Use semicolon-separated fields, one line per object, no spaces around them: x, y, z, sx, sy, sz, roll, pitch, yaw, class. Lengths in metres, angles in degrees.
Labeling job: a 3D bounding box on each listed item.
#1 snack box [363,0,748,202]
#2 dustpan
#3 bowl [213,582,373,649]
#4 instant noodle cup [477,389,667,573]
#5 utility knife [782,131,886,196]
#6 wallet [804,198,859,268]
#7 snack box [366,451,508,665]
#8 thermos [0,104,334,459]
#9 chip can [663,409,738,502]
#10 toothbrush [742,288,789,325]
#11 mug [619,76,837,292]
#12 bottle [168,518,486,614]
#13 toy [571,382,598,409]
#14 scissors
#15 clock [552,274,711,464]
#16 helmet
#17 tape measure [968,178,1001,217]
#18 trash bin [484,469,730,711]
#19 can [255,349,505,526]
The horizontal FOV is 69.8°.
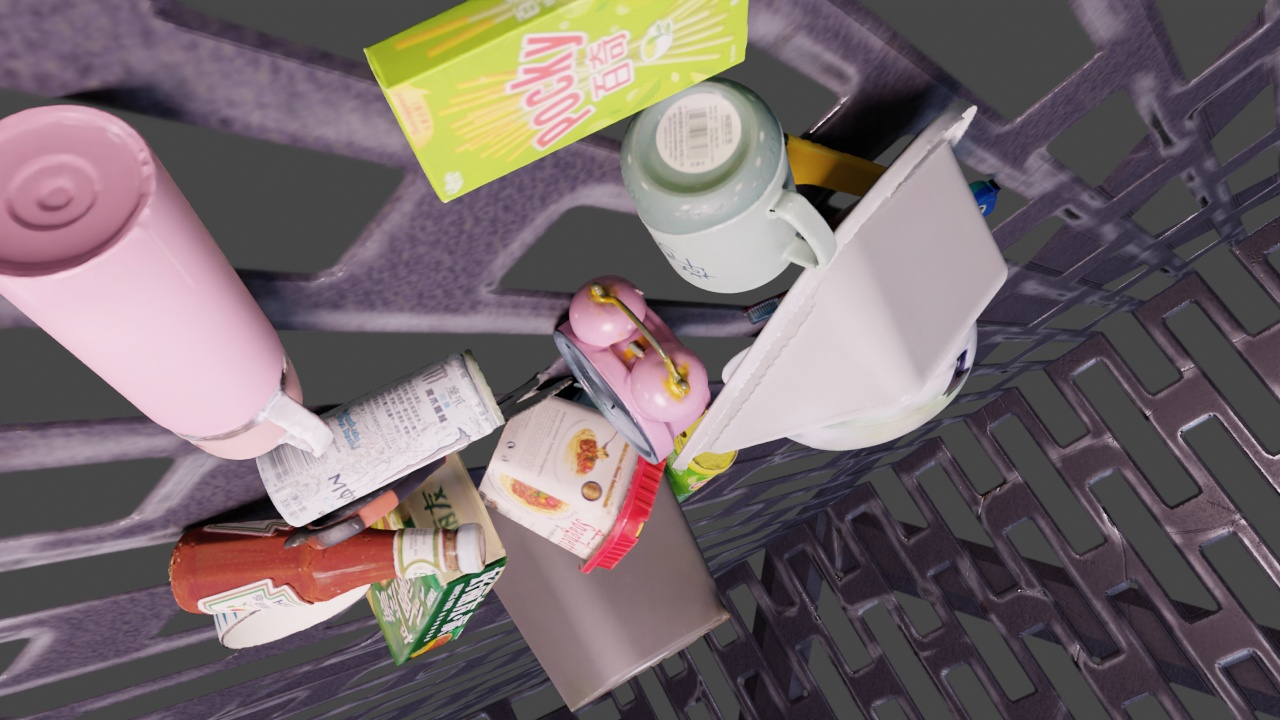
-0.028;-0.128;0.382;0.156;0.026;0.086;-27;160;-7;snack box
0.130;-0.058;0.624;0.222;0.142;0.258;-41;-164;-36;dustpan
-0.276;0.168;0.715;0.116;0.066;0.117;-26;160;-10;bowl
-0.055;0.089;0.720;0.117;0.124;0.116;122;-11;-55;instant noodle cup
0.142;-0.126;0.629;0.217;0.015;0.033;1;141;-47;utility knife
0.186;-0.106;0.751;0.101;0.032;0.125;-31;162;-7;wallet
-0.184;0.167;0.773;0.063;0.114;0.241;-19;159;-31;snack box
-0.182;-0.010;0.371;0.067;0.087;0.199;-59;171;-24;thermos
0.030;0.129;1.035;0.072;0.072;0.222;-18;163;-31;chip can
0.176;-0.076;0.828;0.187;0.017;0.016;-25;161;-13;toothbrush
0.050;-0.084;0.478;0.082;0.112;0.106;-57;159;-5;mug
-0.211;0.137;0.634;0.206;0.059;0.060;-4;159;-1;bottle
-0.014;0.040;0.798;0.162;0.049;0.156;-36;157;32;toy
-0.151;0.063;0.645;0.214;0.015;0.197;-15;-160;19;scissors
-0.004;0.004;0.623;0.059;0.117;0.159;-37;165;-10;clock
0.228;0.011;0.929;0.258;0.146;0.229;-26;161;-11;helmet
0.294;-0.139;0.827;0.058;0.025;0.054;-34;160;-1;tape measure
-0.044;0.212;0.939;0.198;0.219;0.199;-18;159;-35;trash bin
-0.164;0.048;0.583;0.146;0.058;0.058;-26;161;-11;can
